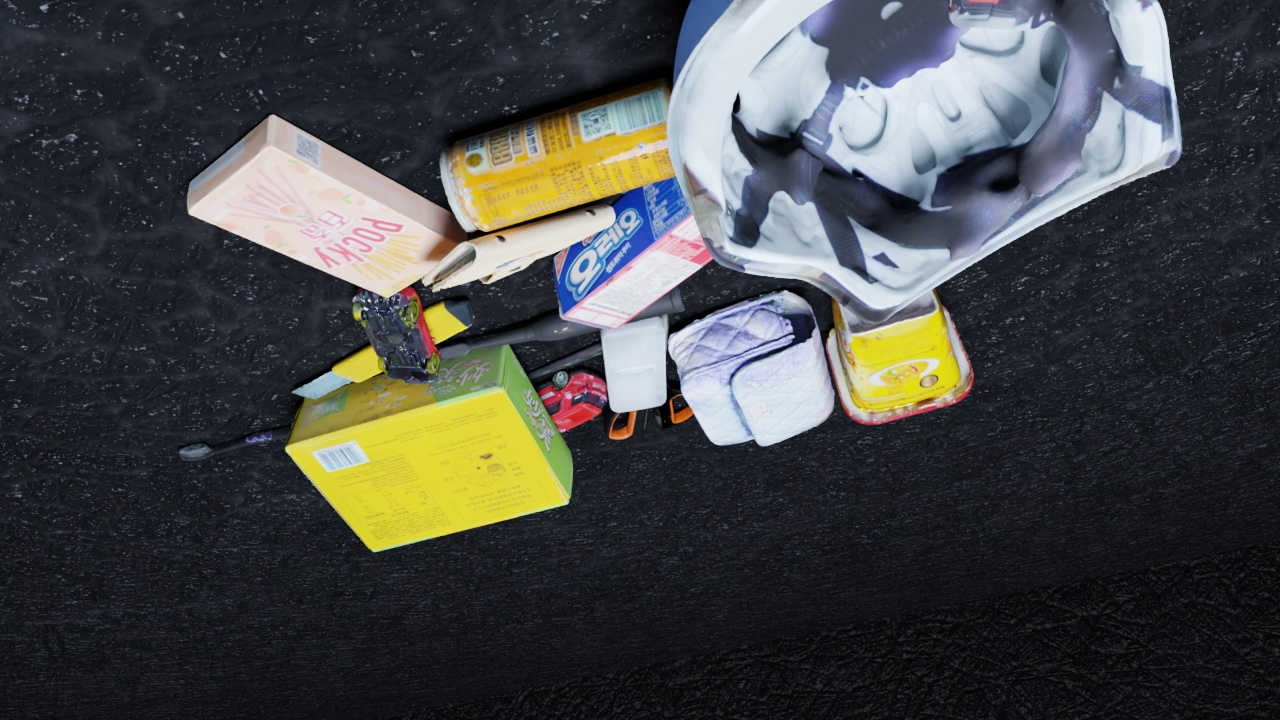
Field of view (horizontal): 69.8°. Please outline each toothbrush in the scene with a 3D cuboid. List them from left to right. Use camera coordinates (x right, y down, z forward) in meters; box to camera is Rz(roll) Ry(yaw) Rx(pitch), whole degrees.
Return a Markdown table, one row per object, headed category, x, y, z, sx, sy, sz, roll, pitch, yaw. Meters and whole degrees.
| category | x | y | z | sx | sy | sz | roll | pitch | yaw |
| --- | --- | --- | --- | --- | --- | --- | --- | --- | --- |
| toothbrush | -0.354 | 0.070 | 0.878 | 0.189 | 0.014 | 0.017 | -13 | 141 | 5 |
| toothbrush | -0.089 | 0.012 | 0.854 | 0.181 | 0.018 | 0.015 | -23 | 148 | 20 |
| toothbrush | -0.068 | -0.030 | 0.770 | 0.213 | 0.027 | 0.026 | -13 | 108 | 8 |

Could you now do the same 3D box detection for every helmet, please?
| category | x | y | z | sx | sy | sz | roll | pitch | yaw |
| --- | --- | --- | --- | --- | --- | --- | --- | --- | --- |
| helmet | 0.127 | -0.151 | 0.468 | 0.258 | 0.145 | 0.230 | 23 | 137 | -35 |

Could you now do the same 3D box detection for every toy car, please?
| category | x | y | z | sx | sy | sz | roll | pitch | yaw |
| --- | --- | --- | --- | --- | --- | --- | --- | --- | --- |
| toy car | -0.188 | -0.020 | 0.720 | 0.049 | 0.031 | 0.106 | 2 | 138 | 9 |
| toy car | -0.088 | 0.047 | 0.891 | 0.121 | 0.045 | 0.053 | -23 | 149 | 28 |

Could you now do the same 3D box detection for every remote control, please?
| category | x | y | z | sx | sy | sz | roll | pitch | yaw |
| --- | --- | --- | --- | --- | --- | --- | --- | --- | --- |
| remote control | -0.005 | 0.005 | 0.830 | 0.056 | 0.020 | 0.136 | -9 | 147 | -3 |

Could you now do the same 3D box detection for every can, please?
| category | x | y | z | sx | sy | sz | roll | pitch | yaw |
| --- | --- | --- | --- | --- | --- | --- | --- | --- | --- |
| can | -0.044 | -0.123 | 0.558 | 0.146 | 0.058 | 0.058 | -14 | 153 | 9 |

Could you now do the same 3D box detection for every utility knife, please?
| category | x | y | z | sx | sy | sz | roll | pitch | yaw |
| --- | --- | --- | --- | --- | --- | --- | --- | --- | --- |
| utility knife | -0.219 | -0.007 | 0.770 | 0.207 | 0.015 | 0.033 | -24 | 130 | 26 |

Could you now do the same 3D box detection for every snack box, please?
| category | x | y | z | sx | sy | sz | roll | pitch | yaw |
| --- | --- | --- | --- | --- | --- | --- | --- | --- | --- |
| snack box | -0.198 | -0.093 | 0.598 | 0.085 | 0.026 | 0.157 | -26 | 149 | 28 |
| snack box | -0.186 | 0.083 | 0.839 | 0.210 | 0.069 | 0.158 | -16 | 129 | 11 |
| snack box | 0.020 | -0.094 | 0.639 | 0.058 | 0.057 | 0.208 | 12 | 146 | -41 |

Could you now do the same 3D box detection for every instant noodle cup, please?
| category | x | y | z | sx | sy | sz | roll | pitch | yaw |
| --- | --- | --- | --- | --- | --- | --- | --- | --- | --- |
| instant noodle cup | 0.219 | -0.023 | 0.798 | 0.116 | 0.116 | 0.124 | -16 | 141 | 12 |

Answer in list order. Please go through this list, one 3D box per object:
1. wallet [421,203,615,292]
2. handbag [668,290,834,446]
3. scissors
| category | x | y | z | sx | sy | sz | roll | pitch | yaw |
| --- | --- | --- | --- | --- | --- | --- | --- | --- | --- |
| wallet | -0.084 | -0.074 | 0.622 | 0.114 | 0.024 | 0.087 | -25 | -175 | -38 |
| handbag | 0.110 | 0.018 | 0.866 | 0.134 | 0.075 | 0.194 | -20 | 153 | 9 |
| scissors | 0.023 | 0.013 | 0.899 | 0.162 | 0.021 | 0.235 | -2 | 146 | -30 |
